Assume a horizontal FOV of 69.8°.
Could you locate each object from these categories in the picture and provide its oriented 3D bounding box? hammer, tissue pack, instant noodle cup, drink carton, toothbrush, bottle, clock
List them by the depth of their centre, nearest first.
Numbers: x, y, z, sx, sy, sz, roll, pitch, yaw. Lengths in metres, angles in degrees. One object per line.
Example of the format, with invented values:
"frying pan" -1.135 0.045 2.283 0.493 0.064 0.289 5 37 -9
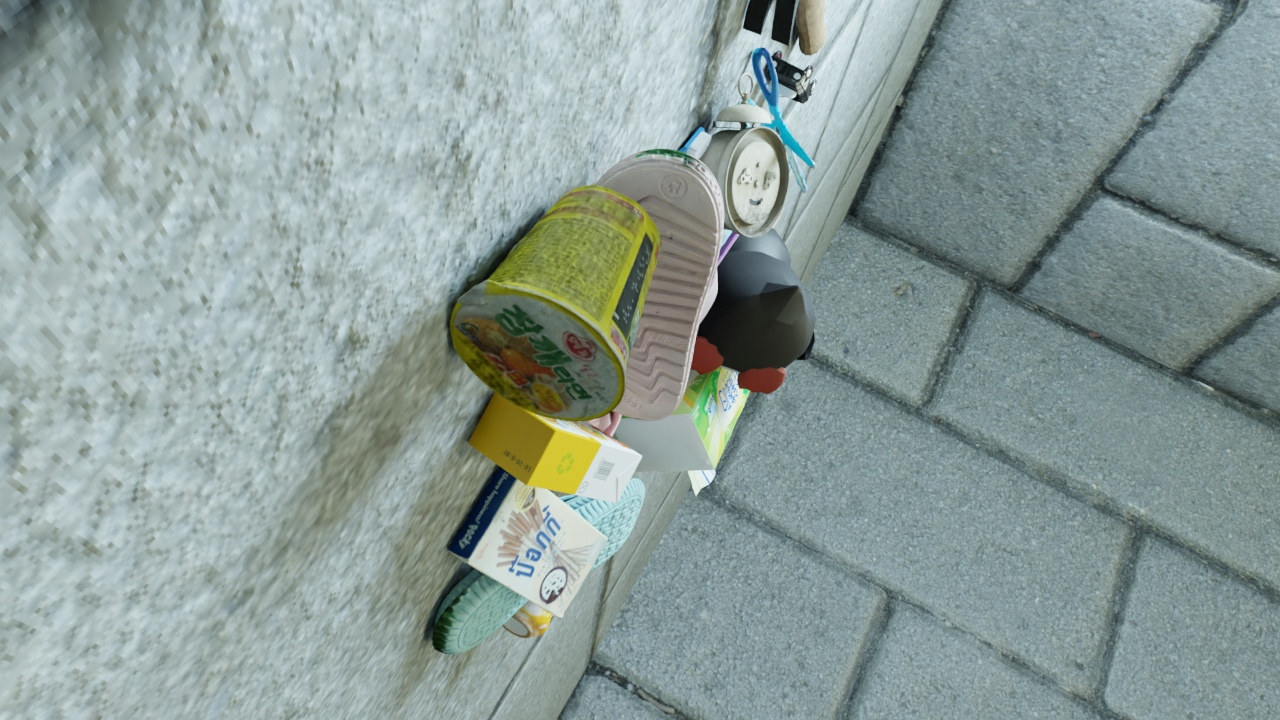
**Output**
"instant noodle cup" -0.038 -0.038 0.507 0.102 0.102 0.108 105 8 -52
"drink carton" -0.055 0.063 0.645 0.122 0.058 0.040 26 93 -58
"toothbrush" 0.013 -0.132 0.716 0.166 0.014 0.016 -55 168 -33
"clock" 0.083 -0.174 0.790 0.092 0.055 0.141 -13 111 -47
"hammer" 0.147 -0.325 0.821 0.132 0.040 0.305 -67 170 8
"bottle" -0.105 0.236 0.968 0.108 0.063 0.063 -53 167 -38
"tissue pack" 0.065 0.058 1.028 0.197 0.120 0.141 -53 130 -41

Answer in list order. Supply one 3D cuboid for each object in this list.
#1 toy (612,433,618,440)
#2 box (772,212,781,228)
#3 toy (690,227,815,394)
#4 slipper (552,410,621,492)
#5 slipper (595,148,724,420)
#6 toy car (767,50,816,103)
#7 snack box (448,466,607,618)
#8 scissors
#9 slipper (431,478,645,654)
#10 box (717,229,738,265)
"toy" -0.010 0.064 1.060 0.076 0.037 0.125 92 24 -49
"box" 0.120 -0.147 1.100 0.186 0.055 0.076 -56 136 -39
"toy" 0.114 -0.085 0.955 0.140 0.159 0.183 -53 -154 40
"slipper" -0.051 0.059 0.788 0.106 0.056 0.222 -61 169 -14
"slipper" 0.006 -0.054 0.645 0.240 0.094 0.064 96 11 -47
"toy car" 0.150 -0.280 0.925 0.037 0.040 0.092 -61 168 10
"snack box" -0.087 0.150 0.752 0.081 0.026 0.150 -58 142 -15
"scissors" 0.122 -0.214 0.806 0.013 0.140 0.113 -16 137 -13
"slipper" -0.094 0.173 0.852 0.275 0.069 0.116 -27 148 -46
"box" 0.047 -0.105 0.843 0.213 0.062 0.140 -55 165 -35
